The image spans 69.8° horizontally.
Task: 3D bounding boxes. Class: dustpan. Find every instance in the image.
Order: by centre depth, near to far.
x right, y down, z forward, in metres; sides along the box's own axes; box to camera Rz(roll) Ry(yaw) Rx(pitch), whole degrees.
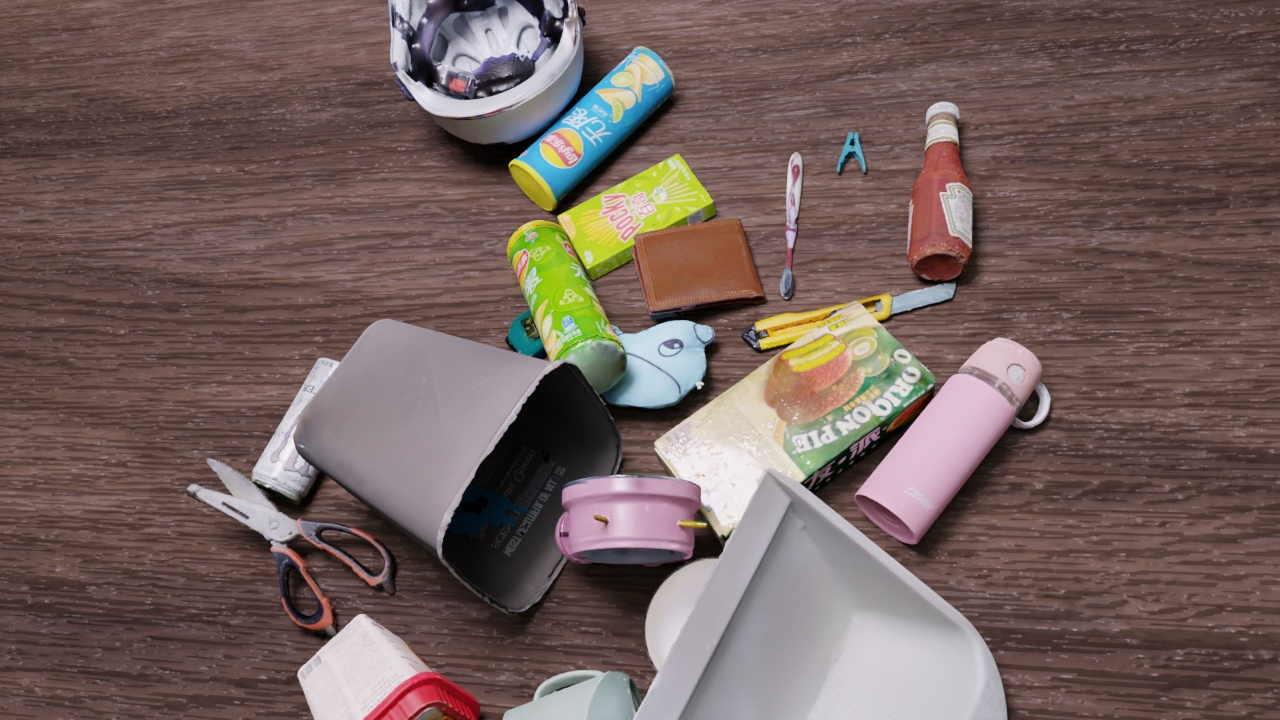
[{"bbox_3d":[0.155,0.245,0.665,0.143,0.258,0.222,12,63,44],"label":"dustpan"}]

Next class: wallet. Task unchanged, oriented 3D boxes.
[{"bbox_3d":[0.058,-0.094,0.954,0.124,0.032,0.101,-10,60,-5],"label":"wallet"}]

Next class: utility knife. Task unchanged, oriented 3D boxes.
[{"bbox_3d":[0.207,-0.048,0.910,0.218,0.015,0.033,-14,63,5],"label":"utility knife"}]

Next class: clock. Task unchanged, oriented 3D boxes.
[{"bbox_3d":[-0.012,0.141,0.779,0.117,0.159,0.059,4,71,-12],"label":"clock"}]

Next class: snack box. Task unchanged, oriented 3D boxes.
[{"bbox_3d":[0.141,0.059,0.841,0.240,0.063,0.114,-35,61,-7],"label":"snack box"},{"bbox_3d":[-0.005,-0.160,1.014,0.156,0.026,0.085,-28,59,-2],"label":"snack box"}]

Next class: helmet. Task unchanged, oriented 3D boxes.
[{"bbox_3d":[-0.168,-0.349,1.086,0.229,0.146,0.258,-27,65,-1],"label":"helmet"}]

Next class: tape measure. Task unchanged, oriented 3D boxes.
[{"bbox_3d":[-0.112,-0.028,0.968,0.058,0.025,0.054,-36,61,-8],"label":"tape measure"}]

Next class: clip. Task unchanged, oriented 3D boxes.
[{"bbox_3d":[0.232,-0.227,1.002,0.034,0.013,0.055,-1,62,12],"label":"clip"}]

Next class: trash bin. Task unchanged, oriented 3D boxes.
[{"bbox_3d":[-0.168,0.083,0.836,0.220,0.199,0.198,20,66,30],"label":"trash bin"}]

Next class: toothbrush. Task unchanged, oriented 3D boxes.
[{"bbox_3d":[0.160,-0.148,0.974,0.016,0.017,0.187,2,63,13],"label":"toothbrush"}]

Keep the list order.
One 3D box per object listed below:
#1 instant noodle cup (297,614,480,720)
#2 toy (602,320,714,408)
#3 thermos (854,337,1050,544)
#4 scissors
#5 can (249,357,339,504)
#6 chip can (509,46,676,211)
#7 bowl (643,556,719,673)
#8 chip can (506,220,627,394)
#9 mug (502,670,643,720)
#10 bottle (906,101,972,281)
[{"bbox_3d":[-0.218,0.292,0.777,0.116,0.116,0.124,-43,50,-12],"label":"instant noodle cup"},{"bbox_3d":[-0.005,0.005,0.911,0.161,0.050,0.156,-42,53,-14],"label":"toy"},{"bbox_3d":[0.280,0.073,0.805,0.087,0.067,0.198,45,76,-4],"label":"thermos"},{"bbox_3d":[-0.339,0.178,0.879,0.197,0.015,0.213,-9,78,-5],"label":"scissors"},{"bbox_3d":[-0.341,0.072,0.948,0.058,0.058,0.146,15,66,20],"label":"can"},{"bbox_3d":[-0.053,-0.268,1.057,0.071,0.071,0.210,37,75,27],"label":"chip can"},{"bbox_3d":[0.065,0.229,0.765,0.116,0.066,0.116,-6,62,11],"label":"bowl"},{"bbox_3d":[-0.076,-0.055,0.916,0.072,0.073,0.221,-26,45,-2],"label":"chip can"},{"bbox_3d":[-0.050,0.299,0.752,0.106,0.082,0.111,-23,28,1],"label":"mug"},{"bbox_3d":[0.305,-0.178,0.934,0.060,0.060,0.205,3,61,15],"label":"bottle"}]
